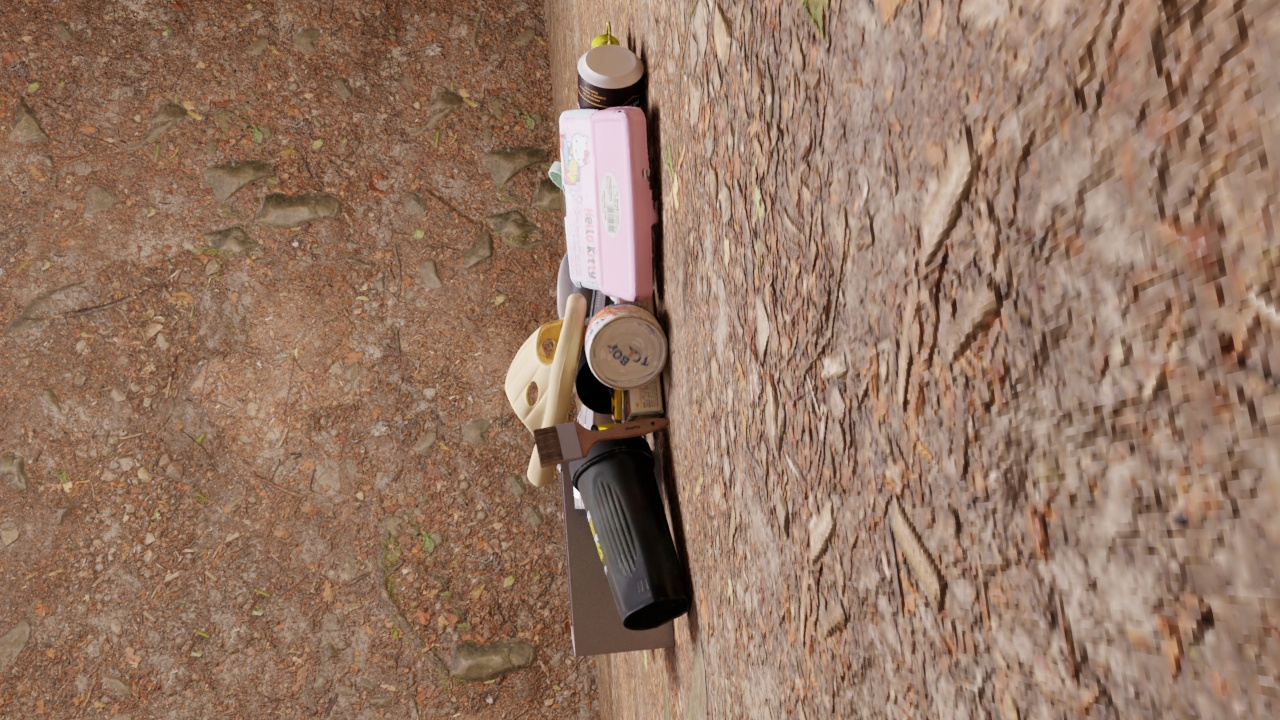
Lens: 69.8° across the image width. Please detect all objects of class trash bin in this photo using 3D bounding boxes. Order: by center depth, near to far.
[{"bbox_3d":[-0.033,0.229,1.119,0.114,0.114,0.228,142,124,-82],"label":"trash bin"}]

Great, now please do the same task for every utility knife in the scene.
[{"bbox_3d":[-0.026,0.002,1.016,0.030,0.017,0.159,-123,31,-53],"label":"utility knife"}]

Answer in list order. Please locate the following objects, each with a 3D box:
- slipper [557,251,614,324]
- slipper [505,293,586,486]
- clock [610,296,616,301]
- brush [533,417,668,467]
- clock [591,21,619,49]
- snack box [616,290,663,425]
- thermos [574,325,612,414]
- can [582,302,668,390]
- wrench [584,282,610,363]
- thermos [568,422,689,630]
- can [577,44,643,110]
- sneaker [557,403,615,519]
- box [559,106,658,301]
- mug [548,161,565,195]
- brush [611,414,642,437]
[{"bbox_3d":[-0.045,-0.105,1.271,0.265,0.081,0.113,-36,-49,-78],"label":"slipper"},{"bbox_3d":[-0.117,0.040,1.050,0.111,0.079,0.262,-87,8,-52],"label":"slipper"},{"bbox_3d":[-0.026,-0.121,1.130,0.125,0.052,0.089,-106,15,-61],"label":"clock"},{"bbox_3d":[-0.040,0.079,0.974,0.008,0.143,0.045,94,162,-57],"label":"brush"},{"bbox_3d":[-0.038,-0.341,1.092,0.083,0.057,0.119,-104,19,-59],"label":"clock"},{"bbox_3d":[-0.006,0.006,1.082,0.147,0.041,0.143,115,150,-75],"label":"snack box"},{"bbox_3d":[-0.056,0.002,1.310,0.198,0.086,0.086,-114,21,-71],"label":"thermos"},{"bbox_3d":[-0.016,-0.014,0.961,0.043,0.086,0.086,-112,19,-66],"label":"can"},{"bbox_3d":[-0.040,-0.127,1.071,0.073,0.018,0.272,-8,69,44],"label":"wrench"},{"bbox_3d":[-0.012,0.169,0.977,0.098,0.098,0.220,94,161,-52],"label":"thermos"},{"bbox_3d":[-0.035,-0.282,1.026,0.129,0.072,0.071,95,169,-54],"label":"can"},{"bbox_3d":[-0.082,0.136,1.375,0.099,0.090,0.235,40,-134,-44],"label":"sneaker"},{"bbox_3d":[-0.040,-0.169,0.991,0.153,0.037,0.201,15,114,48],"label":"box"},{"bbox_3d":[-0.066,-0.220,1.181,0.084,0.111,0.104,-62,-7,-6],"label":"mug"},{"bbox_3d":[-0.019,0.082,1.277,0.172,0.041,0.030,-133,57,-83],"label":"brush"}]
